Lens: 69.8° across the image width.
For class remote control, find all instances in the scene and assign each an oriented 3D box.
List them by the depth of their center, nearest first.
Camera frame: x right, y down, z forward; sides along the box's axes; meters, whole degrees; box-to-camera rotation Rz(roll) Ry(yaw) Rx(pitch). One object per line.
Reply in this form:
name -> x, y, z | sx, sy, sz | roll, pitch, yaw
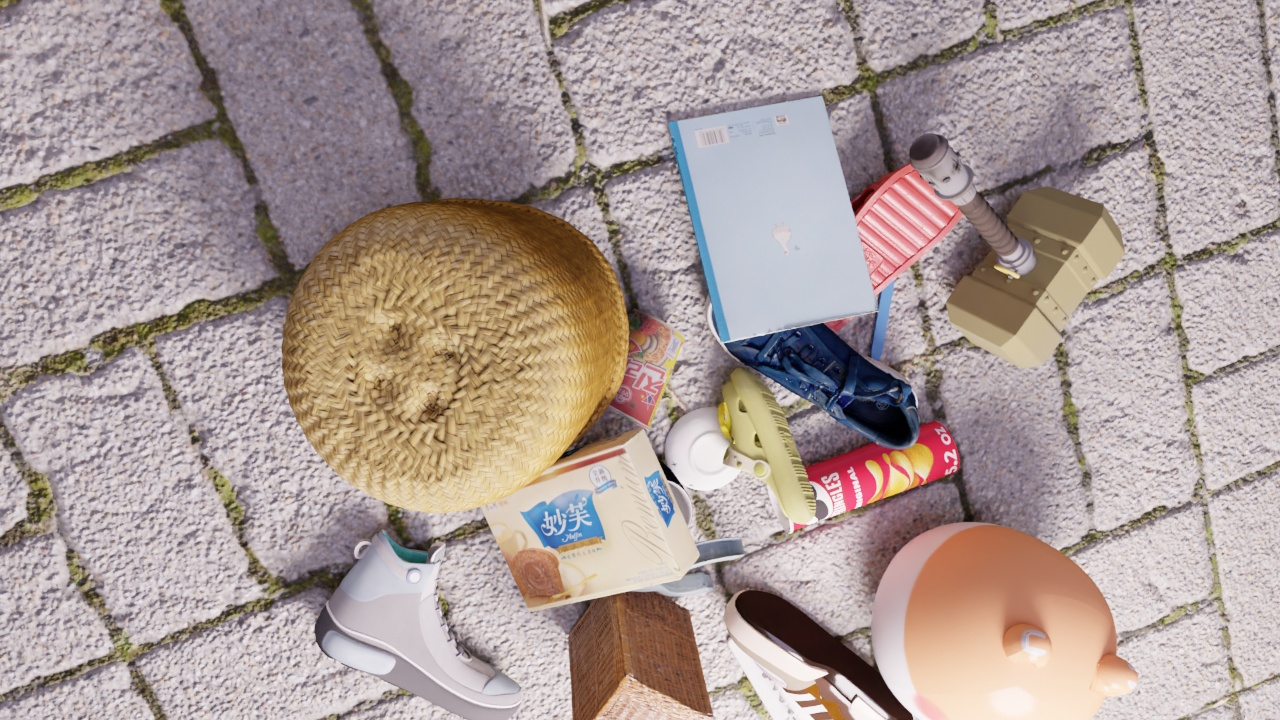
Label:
remote control -> 0.161, 0.403, 1.181 | 0.045, 0.008, 0.147 | -31, 107, -2

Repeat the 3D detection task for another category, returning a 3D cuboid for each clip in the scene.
clip -> 0.059, 0.232, 1.046 | 0.168, 0.031, 0.165 | 11, 142, -40

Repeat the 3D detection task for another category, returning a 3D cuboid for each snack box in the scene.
snack box -> -0.061, 0.174, 0.982 | 0.208, 0.055, 0.153 | -20, 97, 29

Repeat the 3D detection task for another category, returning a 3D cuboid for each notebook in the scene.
notebook -> 0.143, -0.157, 0.996 | 0.181, 0.009, 0.253 | -11, 82, -8

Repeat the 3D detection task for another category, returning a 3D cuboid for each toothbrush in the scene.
toothbrush -> 0.286, -0.035, 1.102 | 0.016, 0.014, 0.167 | 7, 98, -11

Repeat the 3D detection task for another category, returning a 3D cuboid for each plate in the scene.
plate -> 0.082, 0.108, 1.088 | 0.104, 0.026, 0.104 | -2, 103, -10

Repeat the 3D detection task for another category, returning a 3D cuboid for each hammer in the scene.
hammer -> 0.376, -0.142, 0.979 | 0.324, 0.101, 0.190 | 30, 96, -41

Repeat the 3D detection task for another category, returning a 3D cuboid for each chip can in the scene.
chip can -> 0.269, 0.139, 1.108 | 0.220, 0.069, 0.069 | -18, 106, -6

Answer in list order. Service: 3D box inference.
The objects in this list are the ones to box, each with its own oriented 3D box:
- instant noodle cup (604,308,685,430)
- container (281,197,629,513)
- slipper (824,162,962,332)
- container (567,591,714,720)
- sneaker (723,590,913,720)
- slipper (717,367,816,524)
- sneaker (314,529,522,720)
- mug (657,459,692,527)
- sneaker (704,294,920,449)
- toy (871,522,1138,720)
instant noodle cup -> -0.006, 0.006, 1.016 | 0.100, 0.100, 0.112 | 29, 89, -16
container -> -0.177, -0.008, 0.885 | 0.307, 0.196, 0.307 | 2, 101, 9
slipper -> 0.263, -0.135, 1.049 | 0.103, 0.059, 0.249 | 38, 109, -16
container -> -0.007, 0.354, 1.040 | 0.113, 0.198, 0.113 | 31, 107, -17
sneaker -> 0.197, 0.400, 1.146 | 0.293, 0.111, 0.117 | 37, 108, -18
slipper -> 0.136, 0.103, 1.050 | 0.082, 0.091, 0.190 | -27, 76, 19
sneaker -> -0.226, 0.300, 1.050 | 0.256, 0.093, 0.160 | 29, 88, -17
mug -> 0.003, 0.176, 1.053 | 0.085, 0.094, 0.122 | 13, 100, -13
sneaker -> 0.200, 0.010, 1.023 | 0.294, 0.127, 0.121 | 33, 114, -12
toy -> 0.416, 0.326, 1.074 | 0.262, 0.281, 0.265 | 22, 78, -15
